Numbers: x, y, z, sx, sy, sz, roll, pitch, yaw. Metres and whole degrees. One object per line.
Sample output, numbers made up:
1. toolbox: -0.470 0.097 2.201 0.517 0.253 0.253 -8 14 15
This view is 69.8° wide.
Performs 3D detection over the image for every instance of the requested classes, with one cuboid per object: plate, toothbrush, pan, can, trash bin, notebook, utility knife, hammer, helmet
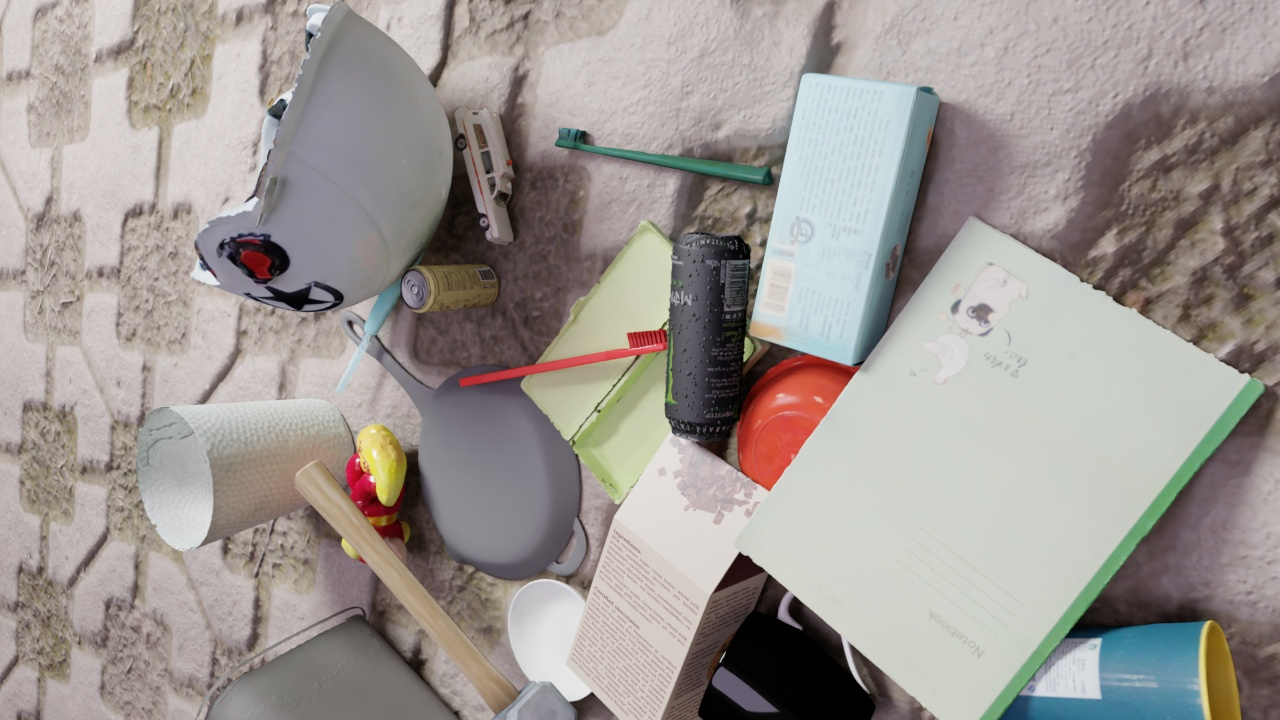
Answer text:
1. plate: -0.065 0.233 0.776 0.104 0.026 0.104 6 100 34
2. toothbrush: -0.067 -0.002 0.721 0.213 0.012 0.018 -10 94 35
3. pan: -0.178 0.063 0.834 0.354 0.024 0.217 42 118 24
4. can: 0.045 -0.017 0.621 0.054 0.053 0.138 10 104 34
5. trash bin: -0.378 0.099 0.895 0.133 0.161 0.133 5 99 35
6. notebook: 0.194 0.066 0.536 0.182 0.010 0.253 38 99 24
7. can: -0.159 -0.061 0.769 0.038 0.079 0.038 5 99 34
8. utility knife: -0.250 -0.038 0.863 0.022 0.015 0.177 41 109 22
9. hammer: -0.184 0.213 0.786 0.323 0.051 0.118 46 145 8
10. helmet: -0.237 -0.147 0.741 0.265 0.163 0.236 -35 39 50
11. toothbrush: 0.012 -0.152 0.676 0.190 0.016 0.017 18 102 32
12. trash bin: -0.267 0.389 0.850 0.220 0.197 0.198 31 113 21

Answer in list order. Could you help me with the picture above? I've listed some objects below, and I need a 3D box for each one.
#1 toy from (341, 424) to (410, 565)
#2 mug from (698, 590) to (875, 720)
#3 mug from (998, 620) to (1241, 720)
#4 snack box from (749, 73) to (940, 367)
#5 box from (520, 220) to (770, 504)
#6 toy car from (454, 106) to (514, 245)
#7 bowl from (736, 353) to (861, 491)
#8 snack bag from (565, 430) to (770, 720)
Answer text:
1. toy: -0.251 0.127 0.865 0.106 0.067 0.137 23 114 56
2. mug: 0.111 0.217 0.626 0.100 0.085 0.118 26 81 20
3. mug: 0.258 0.185 0.515 0.122 0.078 0.078 -11 90 40
4. snack box: 0.127 -0.088 0.580 0.075 0.053 0.175 19 108 32
5. box: -0.004 0.004 0.702 0.137 0.024 0.188 46 120 15
6. toy car: -0.123 -0.154 0.759 0.039 0.039 0.113 -16 87 14
7. bowl: 0.113 0.062 0.616 0.131 0.045 0.130 5 100 34
8. snack bag: 0.027 0.160 0.664 0.094 0.069 0.207 33 116 35
